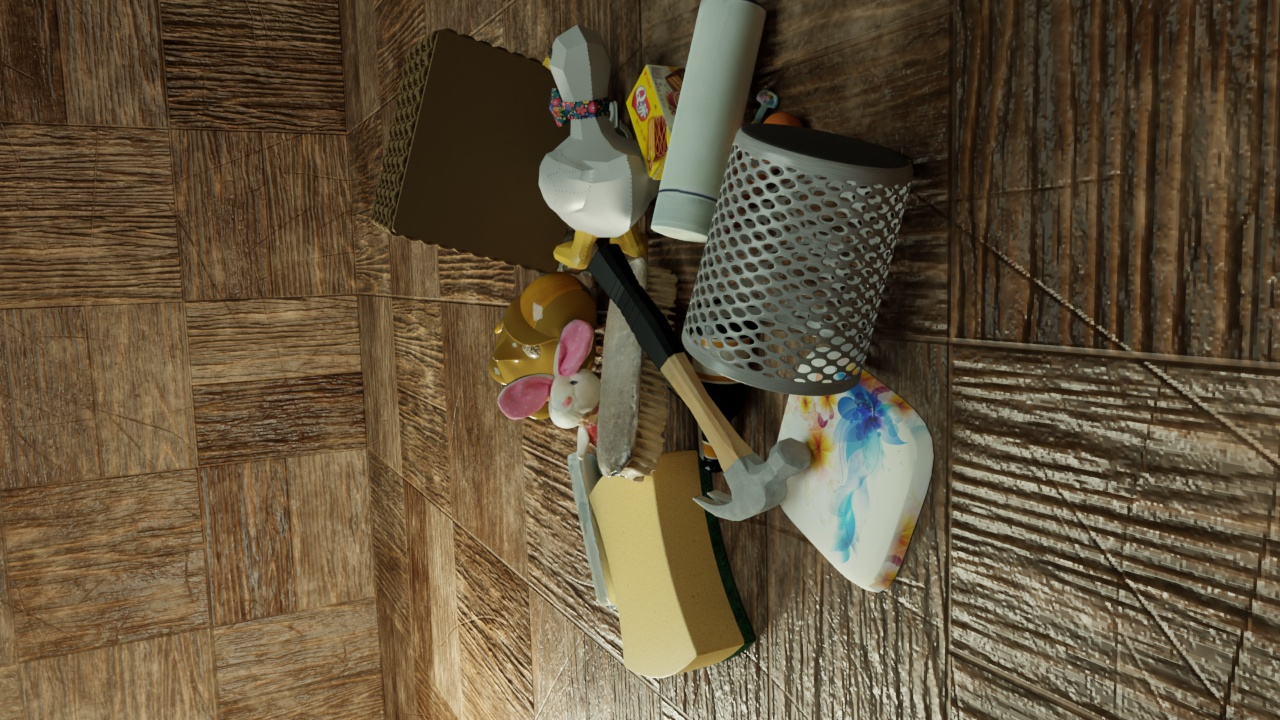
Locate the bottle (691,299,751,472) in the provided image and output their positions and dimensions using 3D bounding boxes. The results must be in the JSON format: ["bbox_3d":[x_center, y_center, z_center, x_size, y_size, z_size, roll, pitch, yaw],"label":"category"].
[{"bbox_3d":[0.082,0.030,0.966,0.059,0.059,0.182,27,118,59],"label":"bottle"}]

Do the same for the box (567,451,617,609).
[{"bbox_3d":[-0.056,0.236,1.262,0.193,0.061,0.209,71,-174,-72],"label":"box"}]

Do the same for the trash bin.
[{"bbox_3d":[0.128,-0.088,0.754,0.156,0.156,0.184,46,131,52],"label":"trash bin"}]

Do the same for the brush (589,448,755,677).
[{"bbox_3d":[0.029,0.239,1.087,0.196,0.075,0.250,-41,58,58],"label":"brush"}]

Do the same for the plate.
[{"bbox_3d":[0.180,0.097,0.831,0.187,0.016,0.187,47,135,51],"label":"plate"}]

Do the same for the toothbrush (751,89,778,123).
[{"bbox_3d":[0.101,-0.208,0.937,0.016,0.022,0.155,-60,-2,-44],"label":"toothbrush"}]

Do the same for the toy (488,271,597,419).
[{"bbox_3d":[-0.130,-0.030,1.256,0.198,0.162,0.204,47,141,21],"label":"toy"}]

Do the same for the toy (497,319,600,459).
[{"bbox_3d":[-0.072,0.063,1.181,0.194,0.159,0.084,48,-176,-2],"label":"toy"}]

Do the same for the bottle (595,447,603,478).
[{"bbox_3d":[-0.042,0.110,1.245,0.040,0.040,0.130,-14,82,63],"label":"bottle"}]

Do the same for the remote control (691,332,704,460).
[{"bbox_3d":[0.079,0.039,1.021,0.045,0.008,0.146,-2,93,50],"label":"remote control"}]

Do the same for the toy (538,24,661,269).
[{"bbox_3d":[-0.049,-0.238,1.052,0.246,0.140,0.268,-126,27,-56],"label":"toy"}]

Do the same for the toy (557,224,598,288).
[{"bbox_3d":[-0.081,-0.159,1.263,0.085,0.074,0.106,142,124,-74],"label":"toy"}]

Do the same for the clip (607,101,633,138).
[{"bbox_3d":[-0.053,-0.250,1.196,0.125,0.074,0.143,160,109,-65],"label":"clip"}]

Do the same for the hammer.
[{"bbox_3d":[0.040,0.013,0.935,0.328,0.039,0.131,57,134,22],"label":"hammer"}]

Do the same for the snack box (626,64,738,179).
[{"bbox_3d":[0.043,-0.249,0.969,0.061,0.083,0.105,-49,51,54],"label":"snack box"}]

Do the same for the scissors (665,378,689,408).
[{"bbox_3d":[0.016,0.009,1.109,0.147,0.015,0.187,-21,56,25],"label":"scissors"}]

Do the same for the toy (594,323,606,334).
[{"bbox_3d":[-0.023,-0.010,1.189,0.055,0.041,0.101,101,148,-68],"label":"toy"}]

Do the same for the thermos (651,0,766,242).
[{"bbox_3d":[0.065,-0.230,0.885,0.068,0.067,0.230,13,90,62],"label":"thermos"}]

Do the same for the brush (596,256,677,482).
[{"bbox_3d":[-0.006,0.006,1.049,0.083,0.056,0.270,-29,50,49],"label":"brush"}]

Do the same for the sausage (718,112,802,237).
[{"bbox_3d":[0.108,-0.180,0.901,0.165,0.039,0.044,124,137,-51],"label":"sausage"}]

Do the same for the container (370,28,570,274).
[{"bbox_3d":[-0.211,-0.269,1.213,0.214,0.219,0.252,29,105,65],"label":"container"}]
